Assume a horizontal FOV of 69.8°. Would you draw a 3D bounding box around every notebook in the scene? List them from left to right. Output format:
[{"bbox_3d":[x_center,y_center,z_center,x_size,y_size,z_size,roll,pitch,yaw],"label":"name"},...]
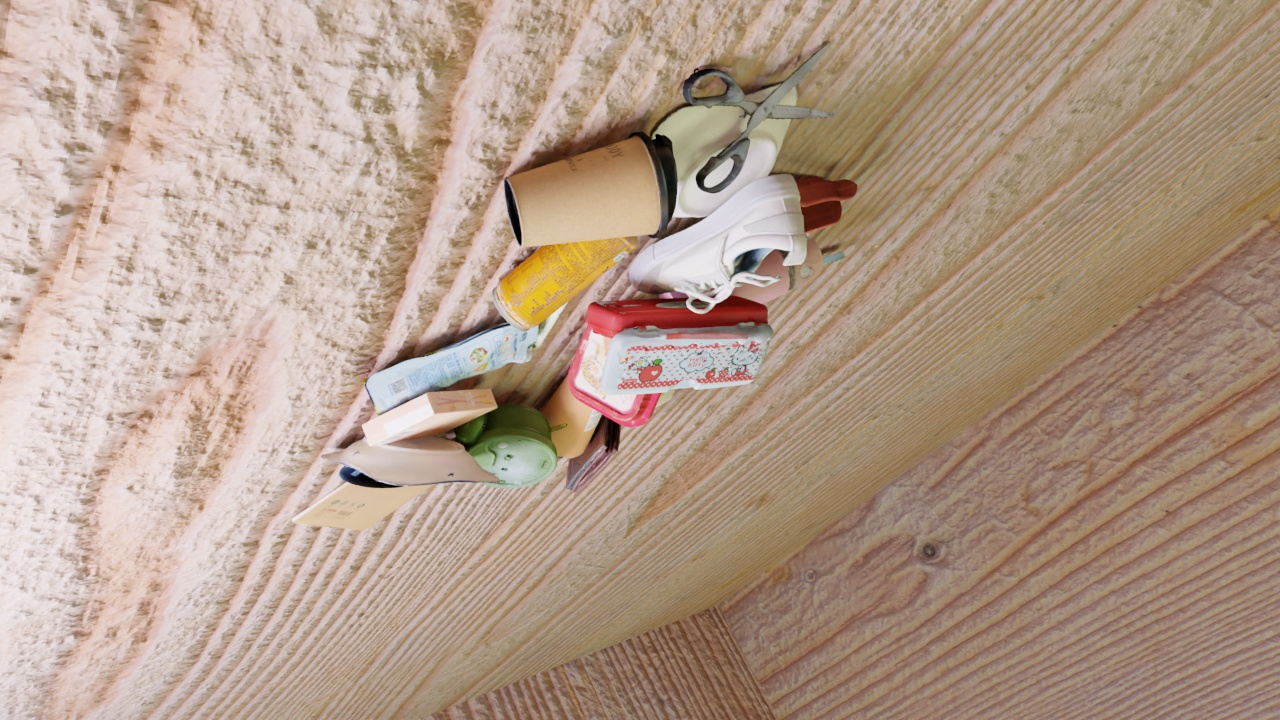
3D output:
[{"bbox_3d":[-0.327,0.163,1.195,0.208,0.008,0.147,-34,157,11],"label":"notebook"}]

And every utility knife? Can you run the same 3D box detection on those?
[{"bbox_3d":[0.173,-0.109,1.189,0.223,0.015,0.033,-19,155,-18],"label":"utility knife"}]

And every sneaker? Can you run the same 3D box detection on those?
[{"bbox_3d":[0.080,-0.098,0.938,0.089,0.090,0.243,-10,171,-37],"label":"sneaker"}]

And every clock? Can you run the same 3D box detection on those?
[{"bbox_3d":[-0.178,0.104,1.136,0.161,0.056,0.116,7,138,-16],"label":"clock"}]

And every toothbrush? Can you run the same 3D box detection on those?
[{"bbox_3d":[-0.081,-0.068,0.978,0.190,0.029,0.020,-51,-170,45],"label":"toothbrush"}]

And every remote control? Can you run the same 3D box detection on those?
[{"bbox_3d":[-0.307,0.139,1.123,0.053,0.024,0.136,-38,155,21],"label":"remote control"}]

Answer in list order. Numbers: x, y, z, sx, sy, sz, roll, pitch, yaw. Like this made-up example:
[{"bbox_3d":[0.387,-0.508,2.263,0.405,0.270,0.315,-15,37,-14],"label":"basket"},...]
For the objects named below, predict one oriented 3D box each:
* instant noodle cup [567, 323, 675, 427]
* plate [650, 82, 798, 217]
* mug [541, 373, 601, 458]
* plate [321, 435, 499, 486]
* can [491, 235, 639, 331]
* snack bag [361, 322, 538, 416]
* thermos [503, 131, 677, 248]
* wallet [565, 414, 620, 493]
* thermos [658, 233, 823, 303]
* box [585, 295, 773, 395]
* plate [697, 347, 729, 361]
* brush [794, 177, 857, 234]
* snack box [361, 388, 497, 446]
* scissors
[{"bbox_3d":[-0.006,0.006,1.093,0.124,0.116,0.117,-10,126,-64],"label":"instant noodle cup"},{"bbox_3d":[0.077,-0.188,0.888,0.164,0.034,0.164,-20,156,-22],"label":"plate"},{"bbox_3d":[-0.082,0.061,1.182,0.078,0.078,0.123,-11,148,-37],"label":"mug"},{"bbox_3d":[-0.255,0.107,1.032,0.164,0.034,0.163,10,-177,42],"label":"plate"},{"bbox_3d":[-0.073,-0.091,0.886,0.146,0.058,0.058,-36,157,18],"label":"can"},{"bbox_3d":[-0.196,0.005,0.974,0.190,0.039,0.110,-23,157,-15],"label":"snack bag"},{"bbox_3d":[-0.041,-0.142,0.789,0.143,0.093,0.093,-13,154,-14],"label":"thermos"},{"bbox_3d":[-0.068,0.112,1.267,0.032,0.124,0.101,31,121,-21],"label":"wallet"},{"bbox_3d":[0.121,-0.101,1.093,0.198,0.067,0.087,-23,127,-12],"label":"thermos"},{"bbox_3d":[0.043,-0.013,0.993,0.201,0.095,0.101,-4,105,-28],"label":"box"},{"bbox_3d":[0.078,-0.006,1.289,0.179,0.024,0.180,-24,158,-11],"label":"plate"},{"bbox_3d":[0.182,-0.170,0.994,0.069,0.063,0.145,-29,174,41],"label":"brush"},{"bbox_3d":[-0.227,0.060,1.006,0.084,0.026,0.157,-25,174,14],"label":"snack box"},{"bbox_3d":[0.104,-0.225,0.820,0.159,0.014,0.181,31,97,-43],"label":"scissors"}]
